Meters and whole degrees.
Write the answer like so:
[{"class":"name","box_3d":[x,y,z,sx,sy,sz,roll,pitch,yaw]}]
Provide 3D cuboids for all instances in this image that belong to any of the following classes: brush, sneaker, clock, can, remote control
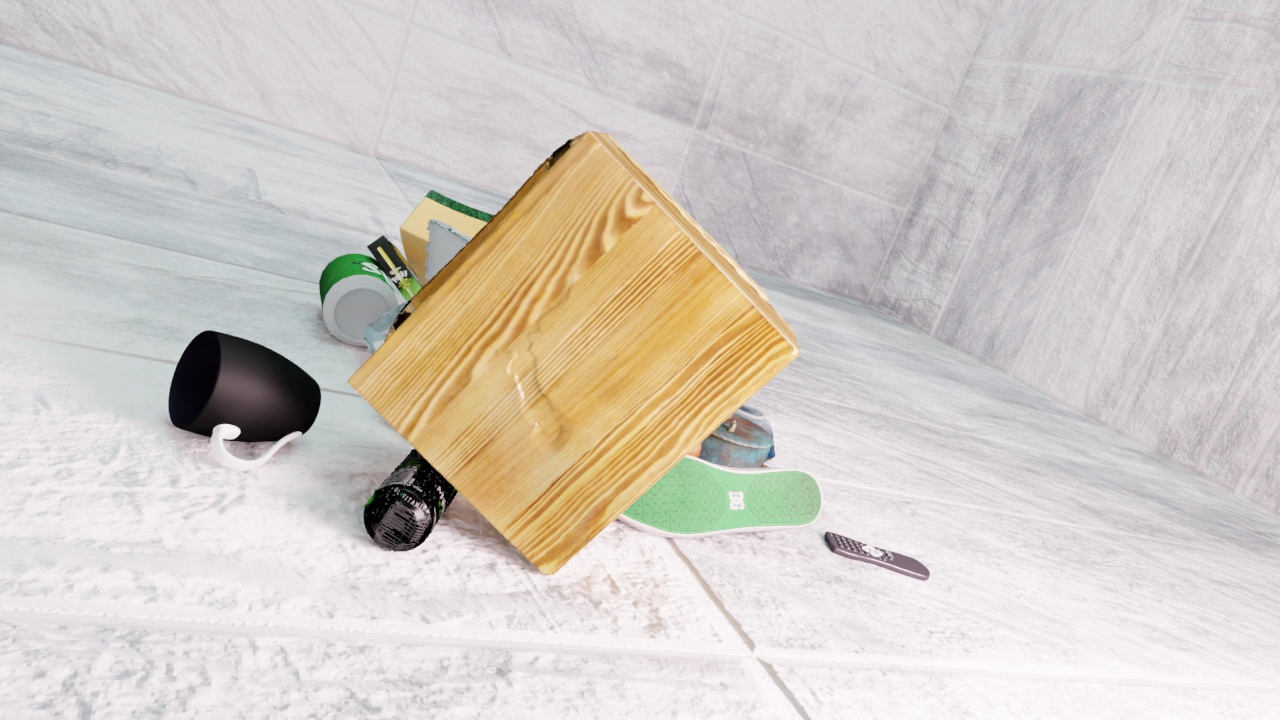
[{"class":"brush","box_3d":[-0.184,-0.110,1.228,0.250,0.075,0.195,17,-32,21]},{"class":"sneaker","box_3d":[0.063,0.142,0.930,0.235,0.084,0.079,6,-18,-19]},{"class":"clock","box_3d":[0.084,0.093,1.120,0.157,0.073,0.121,15,14,-15]},{"class":"can","box_3d":[-0.349,-0.078,1.135,0.087,0.088,0.140,13,15,-26]},{"class":"remote control","box_3d":[0.266,0.218,1.025,0.124,0.009,0.046,18,14,-8]},{"class":"can","box_3d":[-0.178,0.105,0.741,0.054,0.054,0.137,20,14,-2]}]

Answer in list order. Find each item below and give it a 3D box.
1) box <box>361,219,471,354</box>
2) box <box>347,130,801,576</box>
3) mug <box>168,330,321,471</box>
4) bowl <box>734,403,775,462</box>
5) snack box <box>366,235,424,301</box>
[{"class":"box","box_3d":[-0.228,-0.059,0.995,0.084,0.186,0.211,35,-3,-31]},{"class":"box","box_3d":[-0.058,-0.027,0.788,0.258,0.280,0.220,45,15,-7]},{"class":"mug","box_3d":[-0.321,0.041,0.761,0.100,0.085,0.118,23,37,-47]},{"class":"bowl","box_3d":[0.136,0.091,1.242,0.110,0.055,0.110,18,15,-5]},{"class":"snack box","box_3d":[-0.290,-0.087,1.181,0.147,0.025,0.080,54,-5,1]}]
